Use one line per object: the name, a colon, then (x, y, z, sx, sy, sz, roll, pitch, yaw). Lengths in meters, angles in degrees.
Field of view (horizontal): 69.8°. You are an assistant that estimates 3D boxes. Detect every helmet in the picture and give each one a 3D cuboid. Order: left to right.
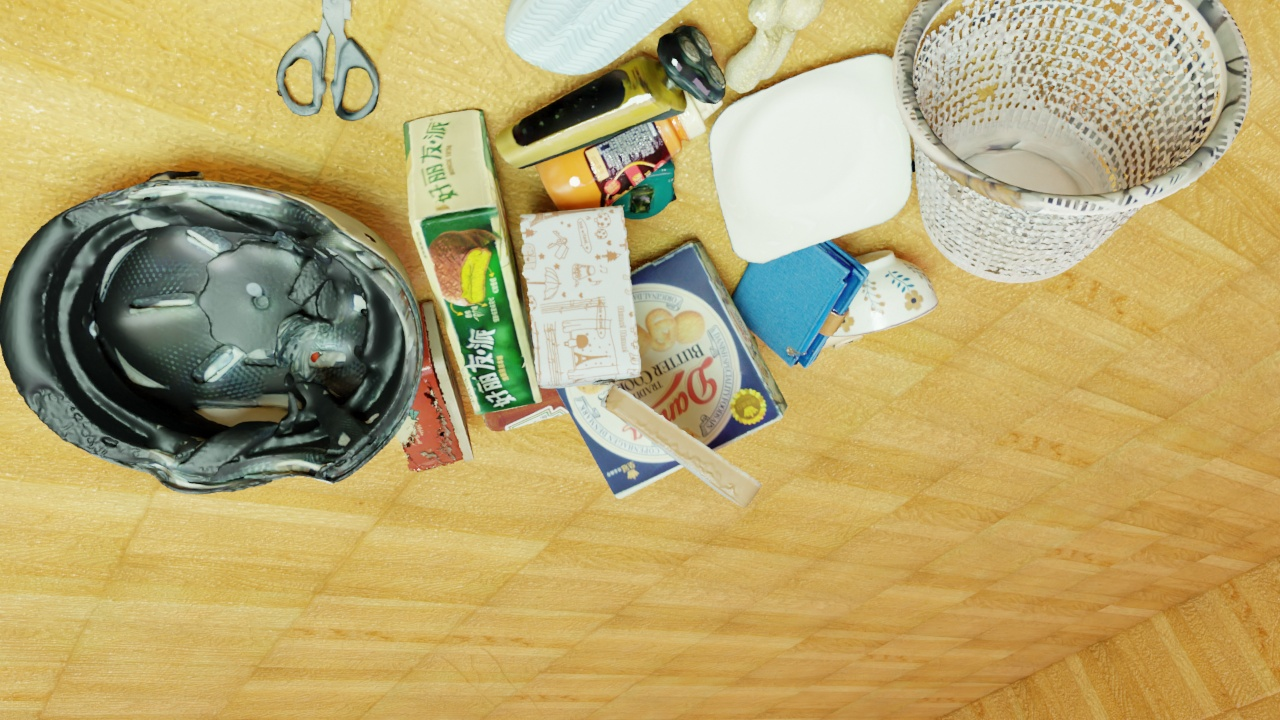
helmet: (-0.294, -0.029, 0.688, 0.274, 0.156, 0.230, 1, 107, -4)

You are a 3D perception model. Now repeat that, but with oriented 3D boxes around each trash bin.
trash bin: (0.302, -0.165, 0.703, 0.227, 0.227, 0.192, -17, 156, 3)

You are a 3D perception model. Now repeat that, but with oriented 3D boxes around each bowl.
bowl: (0.224, -0.069, 0.890, 0.113, 0.113, 0.062, -18, 102, 5)

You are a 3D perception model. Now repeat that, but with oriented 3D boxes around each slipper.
slipper: (-0.001, -0.266, 0.561, 0.104, 0.074, 0.246, 12, 152, -35)

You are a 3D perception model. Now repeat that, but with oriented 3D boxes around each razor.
razor: (-0.024, -0.182, 0.650, 0.167, 0.062, 0.067, -22, 167, 9)

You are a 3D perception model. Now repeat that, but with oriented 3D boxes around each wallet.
wallet: (0.145, -0.065, 0.861, 0.040, 0.106, 0.133, -35, 158, -36)
wallet: (0.217, -0.029, 0.965, 0.115, 0.024, 0.087, -19, 177, 0)

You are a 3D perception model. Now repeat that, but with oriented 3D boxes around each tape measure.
tape measure: (0.001, -0.142, 0.763, 0.058, 0.025, 0.055, -10, 143, -5)

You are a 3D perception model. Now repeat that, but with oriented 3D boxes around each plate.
plate: (0.139, -0.167, 0.754, 0.164, 0.034, 0.164, -18, 133, 2)

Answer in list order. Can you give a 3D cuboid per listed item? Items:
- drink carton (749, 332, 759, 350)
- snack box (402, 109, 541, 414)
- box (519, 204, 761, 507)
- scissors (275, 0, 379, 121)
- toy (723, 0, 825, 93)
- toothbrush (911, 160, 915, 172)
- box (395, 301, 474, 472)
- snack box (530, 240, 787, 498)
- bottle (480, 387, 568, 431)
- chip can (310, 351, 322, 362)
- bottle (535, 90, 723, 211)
drink carton: (0.069, -0.028, 0.921, 0.054, 0.045, 0.122, -27, 142, 23)
snack box: (-0.129, -0.069, 0.738, 0.063, 0.114, 0.240, -11, 144, -5)
box: (-0.015, 0.008, 0.731, 0.126, 0.273, 0.179, -31, 179, -4)
scissors: (-0.188, -0.229, 0.594, 0.175, 0.014, 0.135, -35, 138, 21)
toy: (0.095, -0.252, 0.627, 0.104, 0.066, 0.158, -35, 159, -31)
toothbrush: (0.236, -0.170, 0.818, 0.189, 0.016, 0.014, -10, 152, -8)
box: (-0.213, 0.032, 0.862, 0.079, 0.091, 0.169, -13, 144, -8)
snack box: (0.016, 0.009, 0.853, 0.178, 0.182, 0.045, -28, -178, 17)
bottle: (-0.061, 0.019, 0.927, 0.206, 0.059, 0.060, -15, 144, -1)
chip can: (-0.371, 0.019, 0.807, 0.216, 0.073, 0.073, -15, 144, 2)
bottle: (-0.005, -0.167, 0.702, 0.149, 0.066, 0.067, -28, 143, 7)
